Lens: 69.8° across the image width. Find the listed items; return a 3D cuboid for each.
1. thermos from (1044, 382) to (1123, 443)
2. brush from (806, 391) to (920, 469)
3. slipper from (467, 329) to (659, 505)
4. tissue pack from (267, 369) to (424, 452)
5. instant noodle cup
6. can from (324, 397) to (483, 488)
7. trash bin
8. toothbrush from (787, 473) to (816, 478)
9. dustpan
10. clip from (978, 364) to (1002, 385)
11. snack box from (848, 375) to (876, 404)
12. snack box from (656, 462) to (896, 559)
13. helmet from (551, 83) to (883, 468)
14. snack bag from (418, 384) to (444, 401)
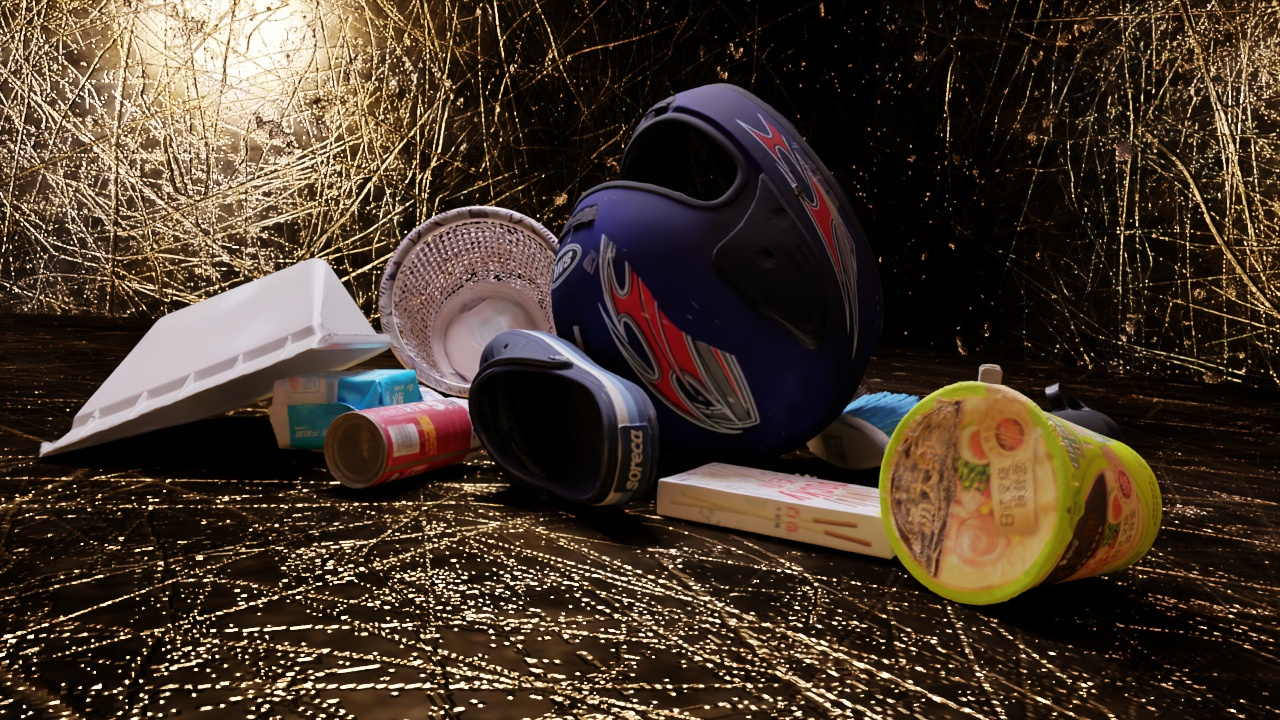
[{"bbox_3d":[0.336,0.067,0.766,0.069,0.090,0.242,-32,-18,35],"label":"thermos"},{"bbox_3d":[0.206,0.068,0.733,0.109,0.060,0.315,-15,2,-13],"label":"brush"},{"bbox_3d":[-0.074,0.042,0.655,0.095,0.105,0.253,5,10,-28],"label":"slipper"},{"bbox_3d":[-0.242,0.041,0.770,0.090,0.063,0.140,-1,3,1],"label":"tissue pack"},{"bbox_3d":[0.213,0.074,0.496,0.123,0.111,0.112,9,0,-34],"label":"instant noodle cup"},{"bbox_3d":[-0.168,0.058,0.678,0.053,0.053,0.132,5,5,22],"label":"can"},{"bbox_3d":[-0.189,-0.049,1.124,0.227,0.227,0.192,3,-13,-5],"label":"trash bin"},{"bbox_3d":[0.195,0.100,0.669,0.180,0.016,0.016,5,7,14],"label":"toothbrush"},{"bbox_3d":[-0.324,0.021,0.789,0.223,0.143,0.257,-21,31,2],"label":"dustpan"},{"bbox_3d":[0.308,0.054,0.816,0.035,0.100,0.074,7,4,20],"label":"clip"},{"bbox_3d":[0.233,0.037,1.039,0.053,0.125,0.113,-36,6,-1],"label":"snack box"},{"bbox_3d":[0.098,0.095,0.598,0.157,0.027,0.084,5,4,30],"label":"snack box"},{"bbox_3d":[0.043,-0.059,0.769,0.239,0.315,0.248,-29,-3,-30],"label":"helmet"},{"bbox_3d":[-0.238,0.043,1.003,0.045,0.026,0.105,5,5,-32],"label":"snack bag"}]
